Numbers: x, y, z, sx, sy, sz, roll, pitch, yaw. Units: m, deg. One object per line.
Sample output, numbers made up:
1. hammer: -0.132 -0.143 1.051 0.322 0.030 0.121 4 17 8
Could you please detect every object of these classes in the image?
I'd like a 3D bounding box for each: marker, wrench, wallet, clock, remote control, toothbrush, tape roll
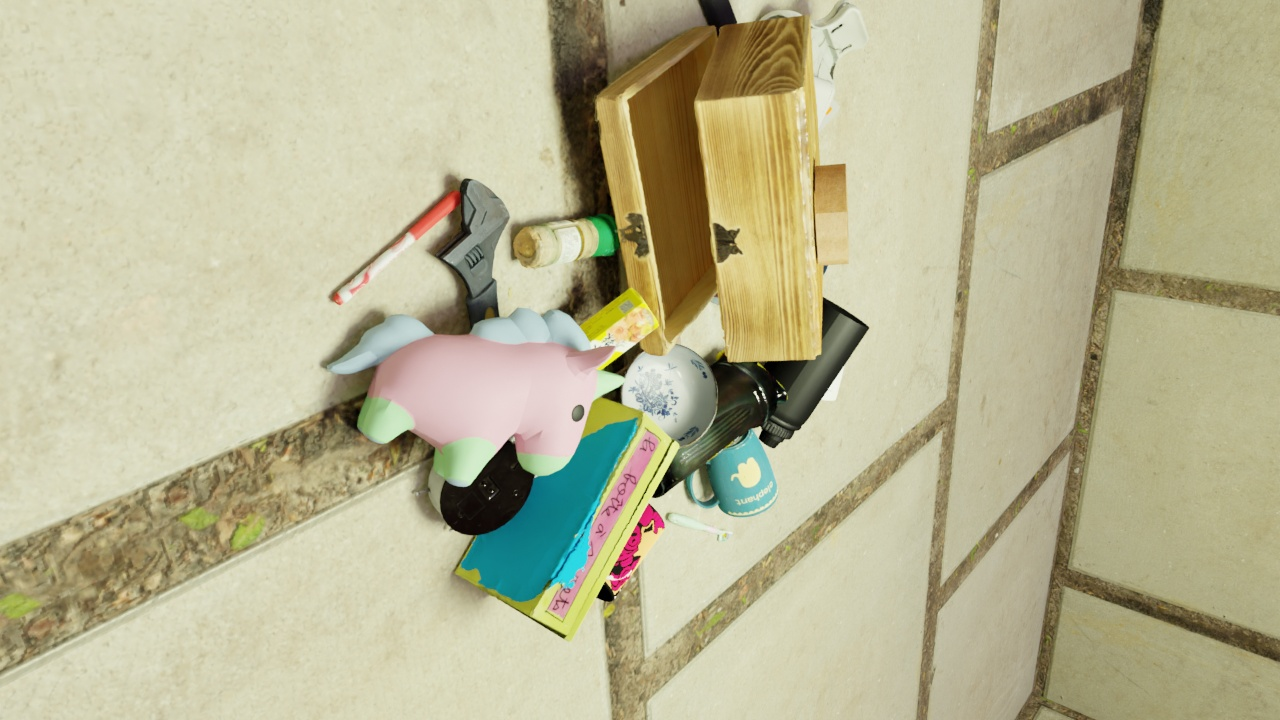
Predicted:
1. marker: -0.195 -0.093 0.742 0.141 0.013 0.013 -49 136 -28
2. wrench: -0.138 -0.030 0.824 0.073 0.022 0.274 -29 127 -38
3. wallet: 0.175 -0.274 1.065 0.115 0.037 0.119 5 123 -31
4. clock: -0.139 0.103 0.846 0.122 0.035 0.094 -43 133 -15
5. remote control: 0.097 -0.356 1.006 0.032 0.015 0.136 -57 139 -21
6. toothbrush: 0.078 0.217 1.196 0.022 0.015 0.154 -41 144 14
7. tape roll: 0.181 -0.137 0.866 0.094 0.027 0.094 -1 89 -76

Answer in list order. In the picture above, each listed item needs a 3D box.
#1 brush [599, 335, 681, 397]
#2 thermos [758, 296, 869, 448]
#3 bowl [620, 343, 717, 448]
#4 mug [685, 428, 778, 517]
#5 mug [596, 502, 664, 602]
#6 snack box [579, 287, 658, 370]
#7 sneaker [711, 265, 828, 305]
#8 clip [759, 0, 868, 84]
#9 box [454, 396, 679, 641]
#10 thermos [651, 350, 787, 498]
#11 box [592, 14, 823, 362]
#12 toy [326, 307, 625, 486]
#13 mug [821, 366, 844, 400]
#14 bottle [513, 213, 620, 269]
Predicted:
1. brush: -0.006 0.006 1.017 0.135 0.015 0.050 -30 129 -35
2. thermos: 0.204 0.018 1.188 0.086 0.086 0.199 12 114 -52
3. bowl: 0.024 0.039 1.001 0.114 0.045 0.114 1 88 -21
4. mug: 0.111 0.141 1.167 0.112 0.084 0.104 -25 120 -10
5. mug: -0.046 0.183 0.987 0.118 0.082 0.098 49 62 -17
6. snack box: -0.053 -0.009 0.886 0.148 0.029 0.040 -37 138 -1
7. sneaker: 0.194 -0.100 1.154 0.240 0.098 0.083 -19 117 -47
8. clip: 0.189 -0.362 1.079 0.152 0.101 0.126 -50 140 -7
9. box: -0.071 0.145 0.898 0.079 0.124 0.220 44 67 -47
10. thermos: 0.074 0.070 1.081 0.220 0.098 0.098 -35 129 -32
11. box: 0.090 -0.181 0.940 0.250 0.192 0.279 -70 153 -52
12. toy: -0.133 0.016 0.764 0.222 0.120 0.171 33 80 -20
13. mug: 0.241 -0.005 1.264 0.082 0.082 0.105 1 104 -51
14. bottle: -0.068 -0.113 0.870 0.110 0.043 0.043 -19 117 -46
